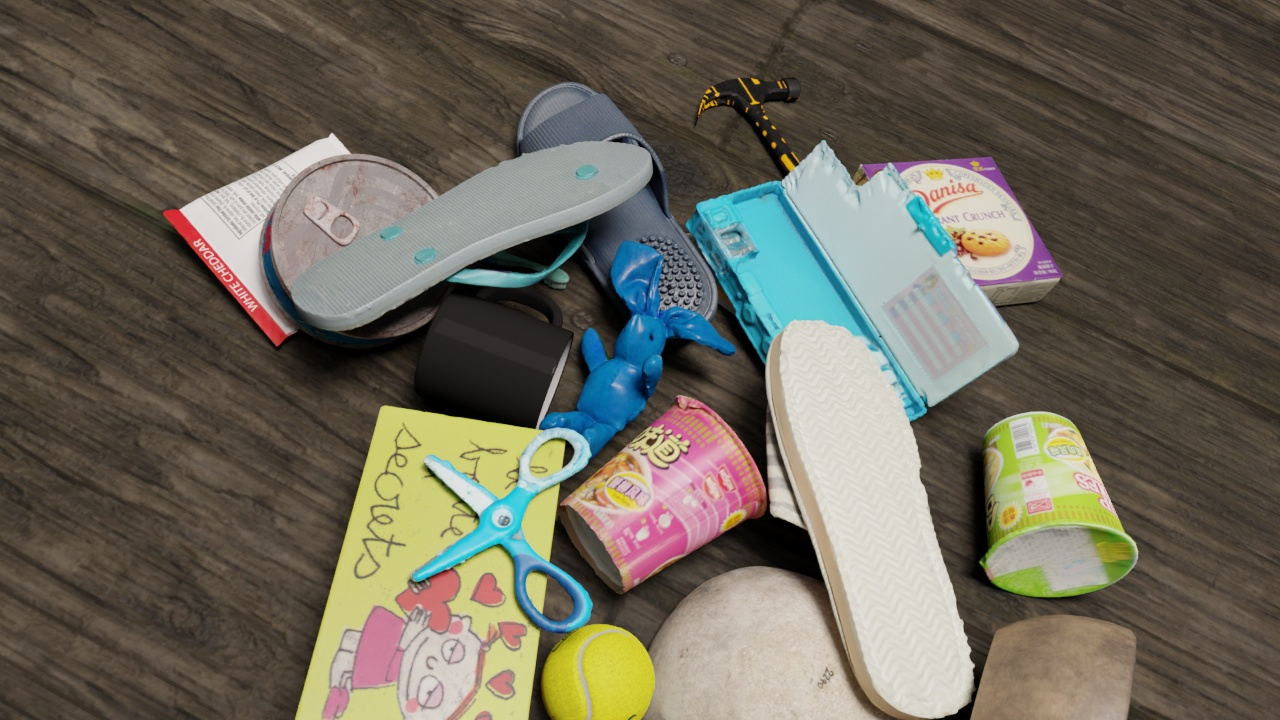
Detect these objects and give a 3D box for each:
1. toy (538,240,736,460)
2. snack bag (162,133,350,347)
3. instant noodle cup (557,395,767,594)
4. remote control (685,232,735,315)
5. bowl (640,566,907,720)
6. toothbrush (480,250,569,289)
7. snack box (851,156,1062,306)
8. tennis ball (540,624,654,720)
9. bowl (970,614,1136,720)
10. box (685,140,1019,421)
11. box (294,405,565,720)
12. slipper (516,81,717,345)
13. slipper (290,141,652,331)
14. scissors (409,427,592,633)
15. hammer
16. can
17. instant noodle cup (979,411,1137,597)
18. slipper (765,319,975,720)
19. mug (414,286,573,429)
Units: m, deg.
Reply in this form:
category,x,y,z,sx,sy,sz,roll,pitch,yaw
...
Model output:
category,x,y,z,sx,sy,sz,roll,pitch,yaw
toy,-0.004,0.004,0.647,0.113,0.071,0.176,23,60,15
snack bag,-0.249,-0.097,0.683,0.131,0.039,0.143,47,59,7
instant noodle cup,0.010,0.093,0.600,0.108,0.098,0.097,-34,70,-21
remote control,0.077,-0.059,0.755,0.125,0.018,0.038,37,57,9
bowl,0.093,0.202,0.552,0.178,0.081,0.178,5,58,-9
toothbrush,-0.119,-0.086,0.727,0.135,0.017,0.022,22,56,4
snack box,0.278,-0.115,0.824,0.143,0.041,0.147,-7,60,-18
tennis ball,-0.025,0.189,0.539,0.065,0.066,0.065,6,56,-10
bowl,0.229,0.224,0.531,0.070,0.162,0.161,14,51,26
box,0.158,-0.055,0.718,0.169,0.086,0.227,-31,74,6
box,-0.118,0.143,0.538,0.124,0.083,0.220,12,57,-6
slipper,-0.026,-0.132,0.726,0.101,0.082,0.263,-28,69,-5
slipper,-0.110,-0.085,0.637,0.268,0.055,0.098,-29,47,-24
scissors,-0.069,0.096,0.528,0.133,0.011,0.139,-30,70,-32
hammer,0.153,-0.143,0.820,0.123,0.036,0.320,-14,60,-21
can,-0.196,-0.076,0.647,0.129,0.044,0.130,7,78,-32
instant noodle cup,0.292,0.100,0.662,0.099,0.099,0.107,13,48,-5
slipper,0.137,0.092,0.586,0.114,0.054,0.272,14,49,-28
mug,-0.096,-0.010,0.646,0.088,0.078,0.113,20,47,0
